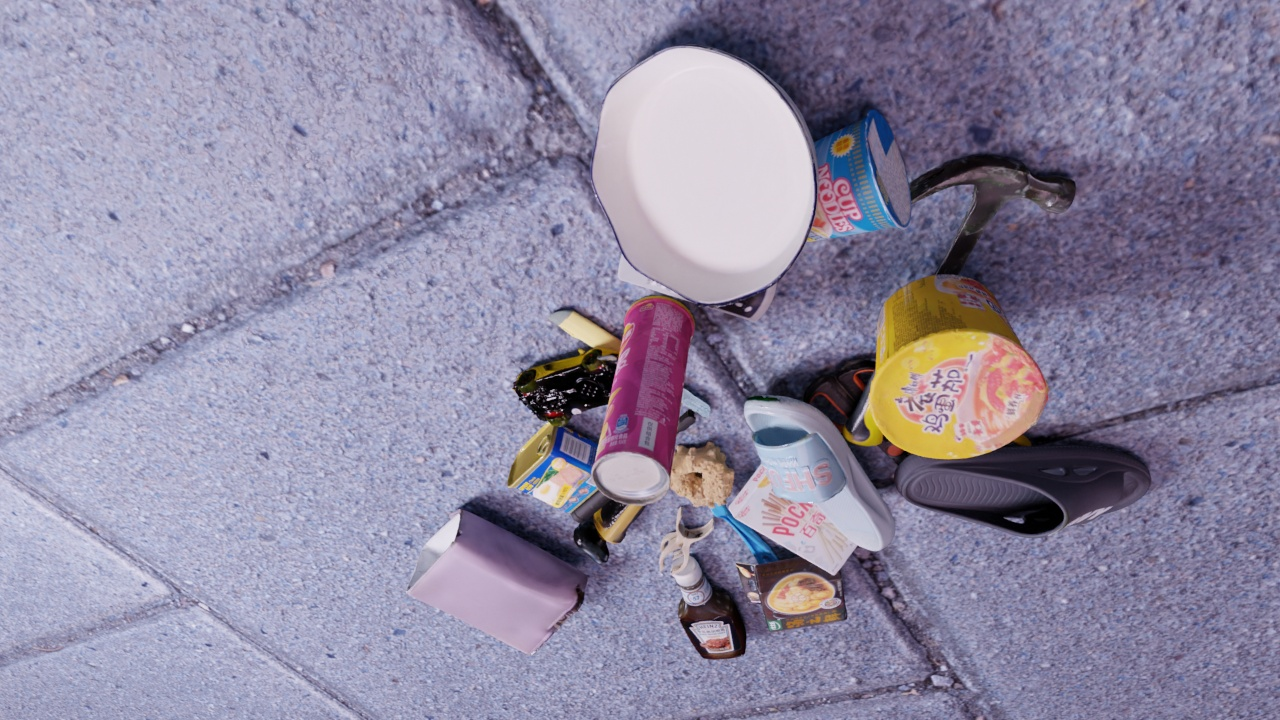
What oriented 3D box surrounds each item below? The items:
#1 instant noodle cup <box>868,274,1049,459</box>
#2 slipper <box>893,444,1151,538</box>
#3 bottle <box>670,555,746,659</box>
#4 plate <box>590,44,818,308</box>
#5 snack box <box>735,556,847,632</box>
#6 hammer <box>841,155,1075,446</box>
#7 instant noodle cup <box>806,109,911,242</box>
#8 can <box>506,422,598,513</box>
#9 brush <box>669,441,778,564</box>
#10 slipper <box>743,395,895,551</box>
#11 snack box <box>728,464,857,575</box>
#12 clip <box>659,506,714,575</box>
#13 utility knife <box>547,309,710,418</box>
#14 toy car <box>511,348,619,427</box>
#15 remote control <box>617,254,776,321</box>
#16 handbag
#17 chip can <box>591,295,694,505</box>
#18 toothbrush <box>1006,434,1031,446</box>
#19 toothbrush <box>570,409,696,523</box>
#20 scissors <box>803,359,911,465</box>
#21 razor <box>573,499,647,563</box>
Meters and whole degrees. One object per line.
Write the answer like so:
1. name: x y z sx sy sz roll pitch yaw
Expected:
1. instant noodle cup: 0.264 0.000 0.791 0.138 0.109 0.138 5 128 6
2. slipper: 0.405 0.150 0.970 0.268 0.083 0.111 4 139 -3
3. bottle: 0.088 0.336 1.242 0.080 0.043 0.195 -10 129 18
4. plate: 0.053 -0.148 0.741 0.205 0.045 0.205 17 122 30
5. snack box: 0.193 0.294 1.167 0.126 0.053 0.113 -13 137 7
6. hammer: 0.260 -0.042 0.850 0.126 0.031 0.324 16 129 -2
7. instant noodle cup: 0.154 -0.140 0.757 0.110 0.099 0.099 -15 129 32
8. can: -0.094 0.125 1.070 0.083 0.057 0.102 30 131 -20
9. brush: 0.107 0.183 1.104 0.083 0.045 0.255 -21 130 22
10. slipper: 0.183 0.128 0.977 0.245 0.074 0.104 50 158 -23
11. snack box: 0.188 0.179 1.063 0.156 0.027 0.085 32 100 -19
12. clip: 0.051 0.227 1.154 0.071 0.034 0.100 22 128 -9
13. utility knife: -0.006 0.006 0.967 0.210 0.021 0.031 37 132 -14
14. toy car: -0.066 0.025 0.980 0.156 0.041 0.071 -17 127 30
15. remote control: 0.054 -0.080 0.874 0.150 0.021 0.058 17 133 -4
16. handbag: -0.186 0.286 1.208 0.197 0.098 0.145 32 132 -17
17. chip can: 0.005 0.032 0.858 0.071 0.210 0.071 6 134 6
18. toothbrush: 0.331 0.048 0.948 0.191 0.016 0.018 29 140 -17
19. toothbrush: -0.009 0.122 1.056 0.026 0.027 0.213 34 122 -21
20. scissors: 0.254 0.088 0.990 0.142 0.021 0.235 -14 126 13
21. razor: -0.027 0.182 1.113 0.067 0.062 0.168 1 139 -40
